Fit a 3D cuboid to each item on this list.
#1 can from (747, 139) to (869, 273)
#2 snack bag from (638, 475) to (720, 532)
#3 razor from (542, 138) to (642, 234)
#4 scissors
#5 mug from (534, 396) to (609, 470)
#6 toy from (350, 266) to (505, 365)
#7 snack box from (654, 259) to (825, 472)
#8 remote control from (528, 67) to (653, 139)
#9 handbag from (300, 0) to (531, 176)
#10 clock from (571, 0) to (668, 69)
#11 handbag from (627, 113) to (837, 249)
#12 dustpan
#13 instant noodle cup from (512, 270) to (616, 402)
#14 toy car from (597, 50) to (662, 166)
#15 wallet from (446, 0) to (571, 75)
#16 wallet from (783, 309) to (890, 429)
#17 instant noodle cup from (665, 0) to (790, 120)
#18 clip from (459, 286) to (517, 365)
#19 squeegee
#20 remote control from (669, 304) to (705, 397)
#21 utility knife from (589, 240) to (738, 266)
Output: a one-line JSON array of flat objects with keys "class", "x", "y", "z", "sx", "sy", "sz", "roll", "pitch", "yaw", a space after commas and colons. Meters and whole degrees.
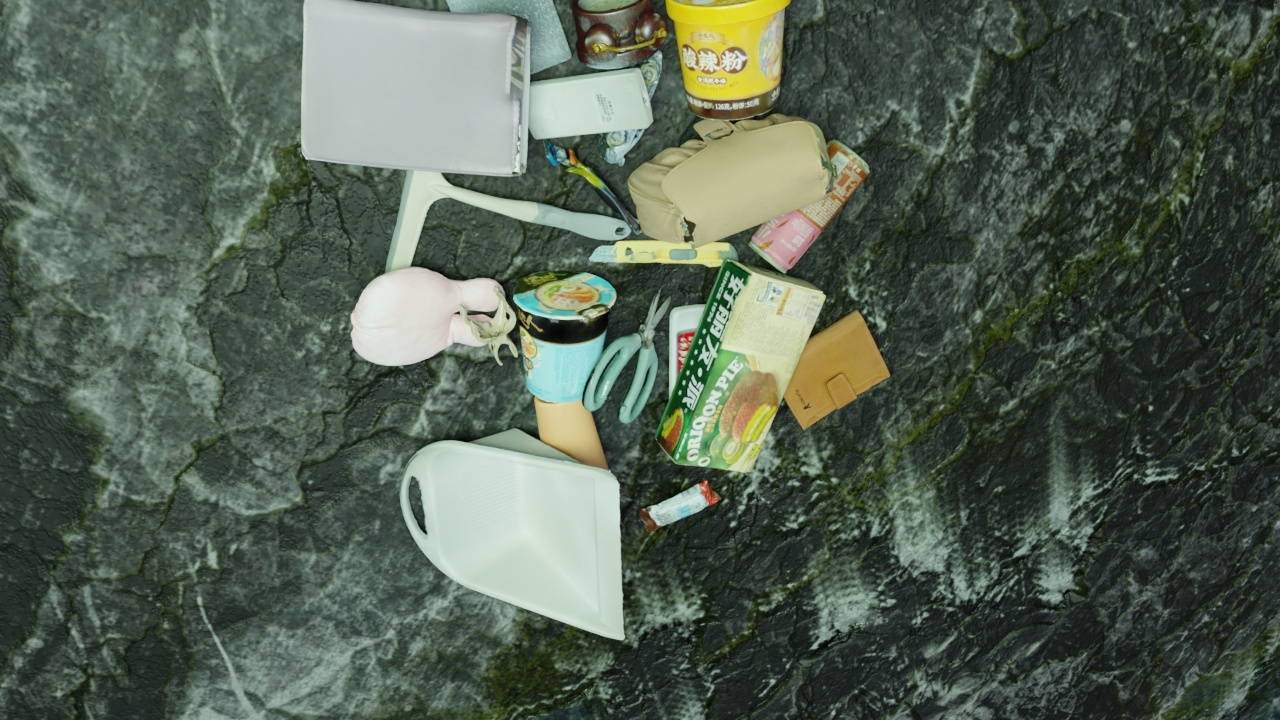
[{"class": "can", "x": 0.186, "y": -0.170, "z": 1.016, "sx": 0.058, "sy": 0.058, "sz": 0.147, "roll": 32, "pitch": 104, "yaw": -26}, {"class": "snack bag", "x": 0.050, "y": 0.187, "z": 1.176, "sx": 0.105, "sy": 0.026, "sz": 0.045, "roll": -25, "pitch": 128, "yaw": -1}, {"class": "razor", "x": -0.044, "y": -0.180, "z": 0.954, "sx": 0.022, "sy": 0.042, "sz": 0.142, "roll": -39, "pitch": 122, "yaw": 18}, {"class": "scissors", "x": -0.005, "y": 0.006, "z": 1.050, "sx": 0.174, "sy": 0.019, "sz": 0.177, "roll": -55, "pitch": 151, "yaw": -22}, {"class": "mug", "x": -0.082, "y": 0.091, "z": 1.070, "sx": 0.078, "sy": 0.078, "sz": 0.123, "roll": -13, "pitch": 113, "yaw": -8}, {"class": "toy", "x": -0.224, "y": -0.045, "z": 0.970, "sx": 0.159, "sy": 0.054, "sz": 0.122, "roll": -4, "pitch": 132, "yaw": -26}, {"class": "snack box", "x": 0.114, "y": 0.010, "z": 1.066, "sx": 0.114, "sy": 0.063, "sz": 0.240, "roll": 10, "pitch": 110, "yaw": -30}, {"class": "remote control", "x": -0.055, "y": -0.249, "z": 0.893, "sx": 0.135, "sy": 0.019, "sz": 0.056, "roll": 2, "pitch": 127, "yaw": 28}, {"class": "handbag", "x": -0.202, "y": -0.248, "z": 0.840, "sx": 0.197, "sy": 0.098, "sz": 0.145, "roll": 4, "pitch": 109, "yaw": -4}, {"class": "clock", "x": -0.020, "y": -0.311, "z": 0.860, "sx": 0.082, "sy": 0.121, "sz": 0.055, "roll": -17, "pitch": 131, "yaw": -7}, {"class": "handbag", "x": 0.093, "y": -0.189, "z": 0.931, "sx": 0.204, "sy": 0.147, "sz": 0.100, "roll": -22, "pitch": 121, "yaw": -8}, {"class": "dustpan", "x": -0.153, "y": 0.193, "z": 1.035, "sx": 0.142, "sy": 0.258, "sz": 0.223, "roll": -19, "pitch": 122, "yaw": -32}, {"class": "instant noodle cup", "x": -0.085, "y": -0.021, "z": 0.999, "sx": 0.111, "sy": 0.111, "sz": 0.121, "roll": -3, "pitch": 122, "yaw": -13}, {"class": "toy car", "x": -0.008, "y": -0.256, "z": 0.926, "sx": 0.036, "sy": 0.054, "sz": 0.121, "roll": 18, "pitch": 109, "yaw": -20}, {"class": "wallet", "x": -0.130, "y": -0.330, "z": 0.879, "sx": 0.097, "sy": 0.019, "sz": 0.121, "roll": -21, "pitch": 120, "yaw": -1}, {"class": "wallet", "x": 0.233, "y": 0.013, "z": 1.136, "sx": 0.132, "sy": 0.031, "sz": 0.108, "roll": -31, "pitch": 118, "yaw": 3}, {"class": "instant noodle cup", "x": 0.088, "y": -0.306, "z": 0.896, "sx": 0.118, "sy": 0.118, "sz": 0.115, "roll": -13, "pitch": 127, "yaw": -8}, {"class": "clip", "x": -0.144, "y": -0.040, "z": 0.973, "sx": 0.089, "sy": 0.035, "sz": 0.104, "roll": -42, "pitch": 147, "yaw": 6}, {"class": "squeegee", "x": -0.121, "y": -0.157, "z": 0.954, "sx": 0.246, "sy": 0.039, "sz": 0.247, "roll": 11, "pitch": 112, "yaw": -20}, {"class": "remote control", "x": 0.062, "y": -0.001, "z": 1.089, "sx": 0.056, "sy": 0.020, "sz": 0.136, "roll": -5, "pitch": 117, "yaw": -11}, {"class": "utility knife", "x": 0.028, "y": -0.120, "z": 1.029, "sx": 0.175, "sy": 0.019, "sz": 0.031, "roll": 0, "pitch": 110, "yaw": -10}]
